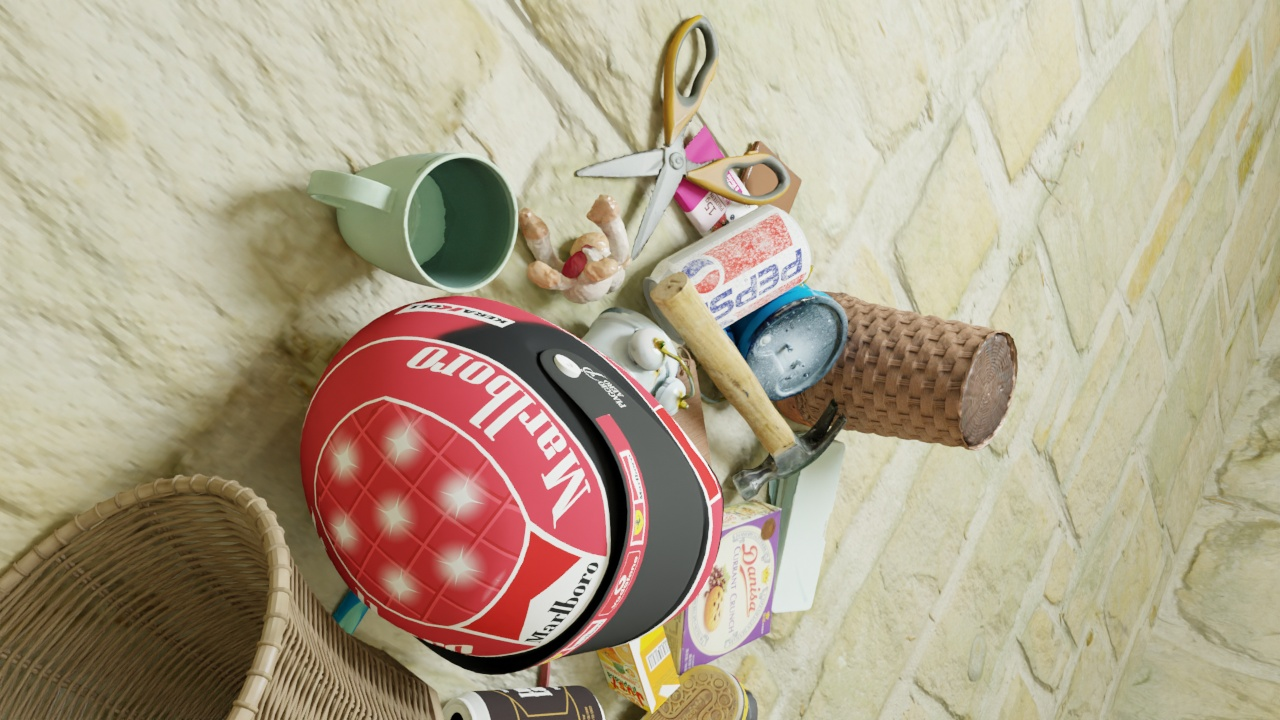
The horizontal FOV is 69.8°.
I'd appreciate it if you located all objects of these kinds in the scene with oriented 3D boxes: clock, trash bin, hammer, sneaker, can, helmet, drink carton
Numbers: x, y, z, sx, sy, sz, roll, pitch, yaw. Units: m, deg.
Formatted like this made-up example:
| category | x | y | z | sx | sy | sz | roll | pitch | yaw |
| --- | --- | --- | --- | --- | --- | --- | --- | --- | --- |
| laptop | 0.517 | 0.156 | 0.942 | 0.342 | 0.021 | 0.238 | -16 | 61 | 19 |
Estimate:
| category | x | y | z | sx | sy | sz | roll | pitch | yaw |
| --- | --- | --- | --- | --- | --- | --- | --- | --- | --- |
| clock | -0.004 | 0.004 | 0.742 | 0.056 | 0.118 | 0.083 | -48 | 130 | -35 |
| trash bin | 0.263 | 0.015 | 0.948 | 0.151 | 0.210 | 0.151 | -15 | 111 | -43 |
| hammer | 0.093 | 0.025 | 0.827 | 0.132 | 0.033 | 0.330 | -31 | 140 | 8 |
| sneaker | 0.028 | 0.406 | 0.905 | 0.238 | 0.086 | 0.122 | -51 | 150 | -2 |
| clock | 0.120 | -0.014 | 0.880 | 0.161 | 0.060 | 0.117 | -35 | 135 | 0 |
| can | 0.077 | -0.075 | 0.809 | 0.136 | 0.078 | 0.078 | -30 | 122 | -14 |
| helmet | -0.084 | 0.079 | 0.573 | 0.198 | 0.271 | 0.224 | -54 | 170 | 14 |
| can | -0.095 | 0.306 | 0.751 | 0.128 | 0.072 | 0.072 | 13 | 91 | -39 |
| drink carton | -0.008 | 0.263 | 0.846 | 0.041 | 0.058 | 0.122 | -36 | 124 | -34 |

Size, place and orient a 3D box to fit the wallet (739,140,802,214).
| category | x | y | z | sx | sy | sz | roll | pitch | yaw |
| --- | --- | --- | --- | --- | --- | --- | --- | --- | --- |
| wallet | 0.116 | -0.141 | 0.899 | 0.087 | 0.013 | 0.121 | 28 | 82 | -46 |

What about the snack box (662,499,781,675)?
| category | x | y | z | sx | sy | sz | roll | pitch | yaw |
| --- | --- | --- | --- | --- | --- | --- | --- | --- | --- |
| snack box | 0.080 | 0.228 | 0.940 | 0.147 | 0.041 | 0.143 | -8 | 107 | -44 |

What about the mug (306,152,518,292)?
| category | x | y | z | sx | sy | sz | roll | pitch | yaw |
| --- | --- | --- | --- | --- | --- | --- | --- | --- | --- |
| mug | -0.152 | -0.094 | 0.575 | 0.111 | 0.104 | 0.084 | 16 | 89 | -47 |

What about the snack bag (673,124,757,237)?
| category | x | y | z | sx | sy | sz | roll | pitch | yaw |
| --- | --- | --- | --- | --- | --- | --- | --- | --- | --- |
| snack bag | 0.091 | -0.122 | 0.860 | 0.070 | 0.016 | 0.196 | -51 | 126 | -14 |

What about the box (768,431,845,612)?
| category | x | y | z | sx | sy | sz | roll | pitch | yaw |
| --- | --- | --- | --- | --- | --- | --- | --- | --- | --- |
| box | 0.173 | 0.179 | 1.015 | 0.085 | 0.071 | 0.199 | -6 | 107 | -64 |

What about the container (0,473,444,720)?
| category | x | y | z | sx | sy | sz | roll | pitch | yaw |
| --- | --- | --- | --- | --- | --- | --- | --- | --- | --- |
| container | -0.234 | 0.209 | 0.498 | 0.226 | 0.227 | 0.196 | -52 | 139 | -23 |

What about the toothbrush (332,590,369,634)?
| category | x | y | z | sx | sy | sz | roll | pitch | yaw |
| --- | --- | --- | --- | --- | --- | --- | --- | --- | --- |
| toothbrush | -0.222 | 0.209 | 0.649 | 0.022 | 0.017 | 0.135 | 42 | 68 | -42 |

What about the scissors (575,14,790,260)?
| category | x | y | z | sx | sy | sz | roll | pitch | yaw |
| --- | --- | --- | --- | --- | --- | --- | --- | --- | --- |
| scissors | 0.041 | -0.191 | 0.791 | 0.224 | 0.016 | 0.226 | -9 | 98 | -32 |

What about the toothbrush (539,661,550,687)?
| category | x | y | z | sx | sy | sz | roll | pitch | yaw |
| --- | --- | --- | --- | --- | --- | --- | --- | --- | --- |
| toothbrush | -0.090 | 0.345 | 0.818 | 0.015 | 0.015 | 0.184 | -4 | 102 | -42 |

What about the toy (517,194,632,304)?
| category | x | y | z | sx | sy | sz | roll | pitch | yaw |
| --- | --- | --- | --- | --- | --- | --- | --- | --- | --- |
| toy | -0.036 | -0.083 | 0.720 | 0.106 | 0.085 | 0.074 | 25 | 51 | -66 |

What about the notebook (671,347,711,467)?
| category | x | y | z | sx | sy | sz | roll | pitch | yaw |
| --- | --- | --- | --- | --- | --- | --- | --- | --- | --- |
| notebook | -0.017 | 0.104 | 0.825 | 0.209 | 0.022 | 0.169 | -31 | 122 | -37 |
